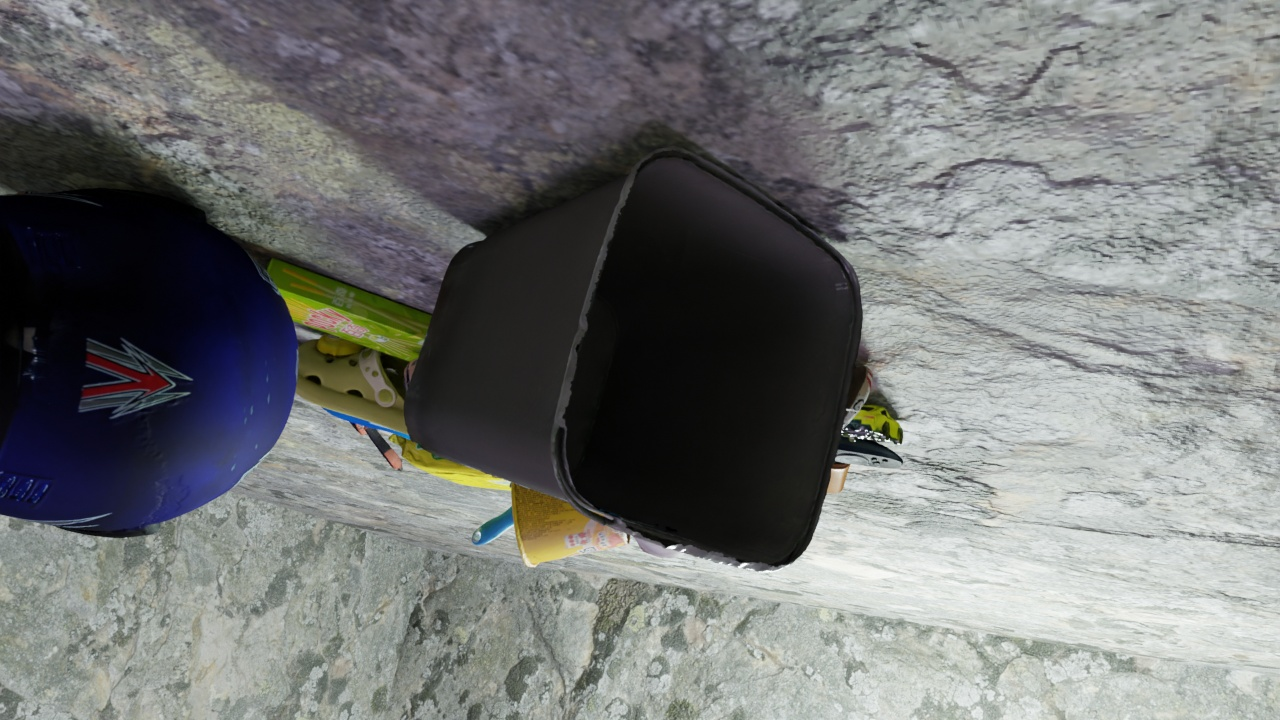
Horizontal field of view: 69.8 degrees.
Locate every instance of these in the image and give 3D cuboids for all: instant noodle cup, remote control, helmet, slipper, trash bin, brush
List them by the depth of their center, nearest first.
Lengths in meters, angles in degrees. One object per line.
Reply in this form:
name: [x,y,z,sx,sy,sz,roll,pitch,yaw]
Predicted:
trash bin: [-0.018,0.007,0.564,0.199,0.198,0.220,25,163,-37]
helmet: [-0.402,-0.002,0.688,0.316,0.247,0.240,9,-179,36]
slipper: [-0.256,0.014,0.911,0.190,0.082,0.091,22,-161,5]
remote control: [0.195,0.087,0.924,0.136,0.024,0.053,8,160,8]
instant noodle cup: [-0.070,0.147,0.979,0.110,0.138,0.138,-6,160,4]
brush: [-0.127,0.163,1.135,0.315,0.060,0.109,-30,153,24]

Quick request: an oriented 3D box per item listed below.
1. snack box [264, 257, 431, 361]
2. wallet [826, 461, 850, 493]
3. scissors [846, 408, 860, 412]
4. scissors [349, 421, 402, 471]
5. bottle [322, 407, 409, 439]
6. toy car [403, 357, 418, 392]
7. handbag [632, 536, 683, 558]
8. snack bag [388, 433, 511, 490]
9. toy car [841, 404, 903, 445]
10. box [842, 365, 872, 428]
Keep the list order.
snack box: [-0.260,-0.042,0.813,0.156,0.026,0.086,22,159,-27]
wallet: [0.177,0.121,1.027,0.108,0.031,0.132,5,160,11]
scissors: [0.074,0.024,0.694,0.159,0.014,0.181,20,156,-4]
scissors: [-0.359,0.079,1.187,0.190,0.015,0.222,22,147,52]
bottle: [-0.302,0.043,1.034,0.218,0.065,0.065,25,158,-35]
toy car: [-0.160,0.020,0.856,0.122,0.056,0.037,0,153,-40]
handbag: [0.033,0.120,0.930,0.098,0.144,0.197,12,163,6]
snack bag: [-0.192,0.129,1.223,0.247,0.068,0.158,0,159,29]
toy car: [0.203,0.057,0.818,0.048,0.032,0.105,2,171,27]
box: [0.138,0.044,0.764,0.081,0.074,0.164,9,161,-22]
